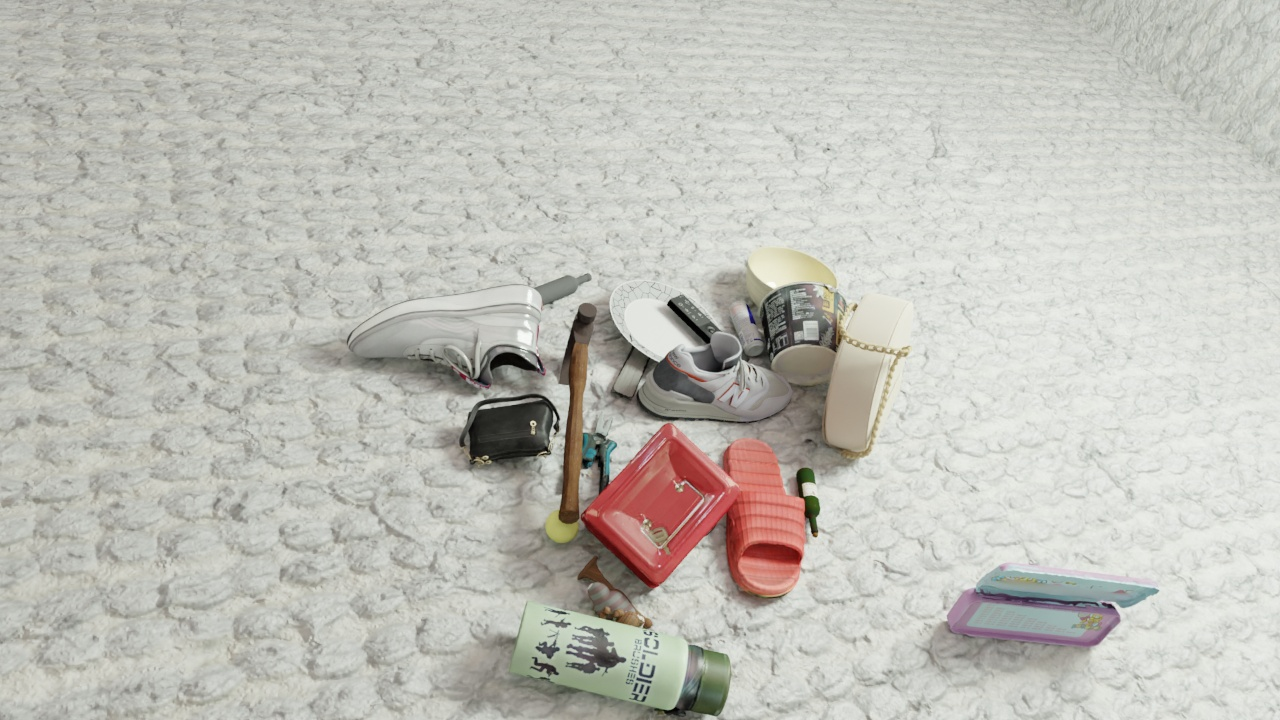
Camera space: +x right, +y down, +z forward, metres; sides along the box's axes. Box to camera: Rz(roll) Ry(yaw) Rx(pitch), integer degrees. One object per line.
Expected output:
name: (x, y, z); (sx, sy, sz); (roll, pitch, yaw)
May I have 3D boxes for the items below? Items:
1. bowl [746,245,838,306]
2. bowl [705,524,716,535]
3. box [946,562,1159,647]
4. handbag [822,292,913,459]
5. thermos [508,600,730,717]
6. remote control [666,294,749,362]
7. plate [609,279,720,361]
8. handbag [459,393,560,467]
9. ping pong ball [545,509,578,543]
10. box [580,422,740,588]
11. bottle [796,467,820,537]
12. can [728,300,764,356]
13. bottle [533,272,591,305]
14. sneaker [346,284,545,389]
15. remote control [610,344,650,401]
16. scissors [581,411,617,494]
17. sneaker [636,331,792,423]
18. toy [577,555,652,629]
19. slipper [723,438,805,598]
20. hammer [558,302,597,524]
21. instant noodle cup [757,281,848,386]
bowl: (0.235, -0.113, 1.478); (0.150, 0.075, 0.150); (10, 38, -8)
bowl: (0.052, 0.170, 1.166); (0.114, 0.045, 0.114); (9, 45, -10)
box: (0.501, 0.297, 1.120); (0.214, 0.151, 0.034); (9, 47, -11)
handbag: (0.329, 0.016, 1.292); (0.103, 0.209, 0.210); (16, 41, 22)
thermos: (-0.020, 0.323, 0.975); (0.231, 0.083, 0.082); (15, 44, -5)
remote control: (0.103, -0.045, 1.389); (0.150, 0.013, 0.034); (45, 40, 18)
plate: (0.038, -0.050, 1.380); (0.188, 0.016, 0.188); (18, 40, -16)
handbag: (-0.164, 0.091, 1.152); (0.128, 0.054, 0.079); (-8, 52, 0)
ping pong ball: (-0.094, 0.197, 1.094); (0.040, 0.040, 0.040); (10, 45, -10)
box: (0.022, 0.174, 1.088); (0.134, 0.110, 0.157); (43, 73, 9)
bottle: (0.225, 0.189, 1.220); (0.025, 0.025, 0.105); (9, 45, -10)
can: (0.165, -0.050, 1.428); (0.032, 0.032, 0.095); (0, 47, -19)
bottle: (-0.119, -0.111, 1.393); (0.112, 0.030, 0.030); (-26, 60, -36)
sneaker: (-0.252, -0.017, 1.224); (0.262, 0.097, 0.128); (-9, 72, -15)
remote control: (-0.008, 0.008, 1.327); (0.033, 0.013, 0.136); (23, 45, 2)
scissors: (-0.062, 0.124, 1.192); (0.147, 0.019, 0.123); (-23, 57, -37)
sneaker: (0.121, 0.020, 1.279); (0.239, 0.125, 0.088); (-3, 49, -21)
toy: (-0.033, 0.275, 1.040); (0.102, 0.042, 0.054); (41, 25, 10)
slipper: (0.159, 0.188, 1.177); (0.103, 0.059, 0.248); (9, 44, -9)
hammer: (-0.083, 0.067, 1.170); (0.033, 0.116, 0.322); (10, 45, -10)
instant noodle cup: (0.245, -0.034, 1.378); (0.137, 0.138, 0.112); (11, 54, -9)
